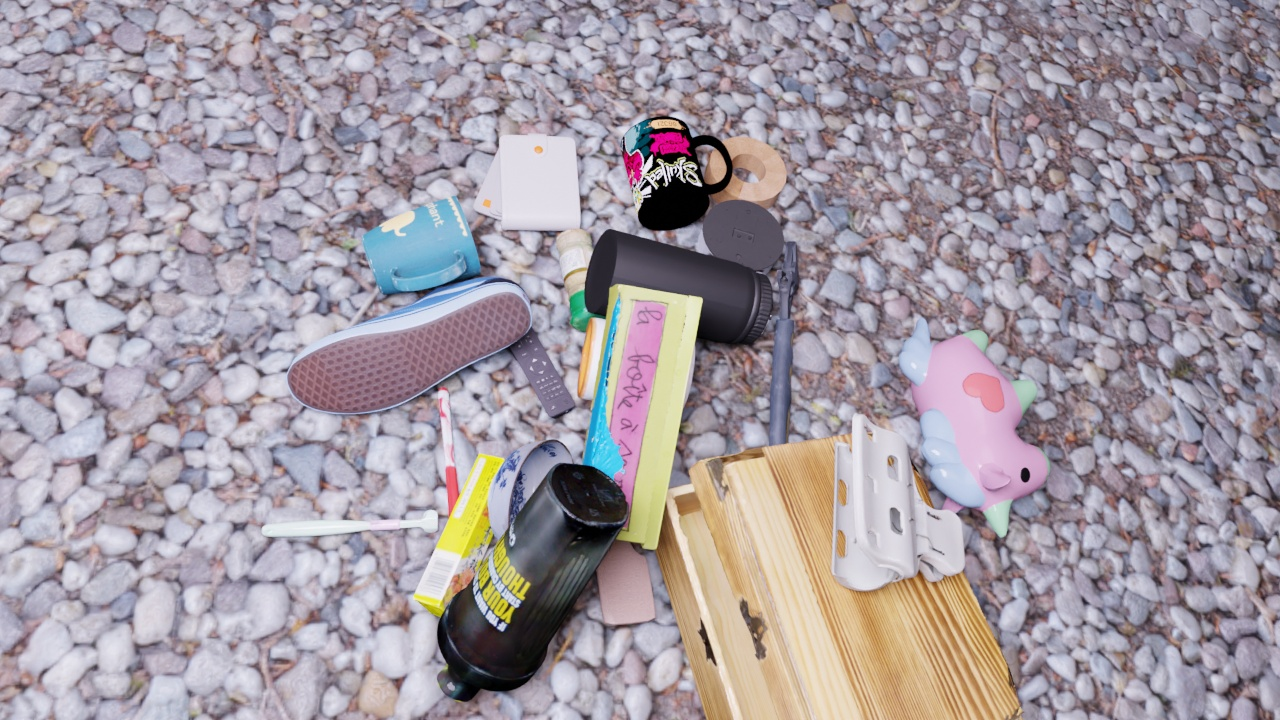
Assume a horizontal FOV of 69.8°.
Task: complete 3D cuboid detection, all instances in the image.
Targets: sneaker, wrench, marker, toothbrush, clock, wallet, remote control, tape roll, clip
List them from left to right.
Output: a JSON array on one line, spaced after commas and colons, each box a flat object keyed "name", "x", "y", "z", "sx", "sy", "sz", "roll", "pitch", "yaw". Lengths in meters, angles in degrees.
[{"name": "toothbrush", "x": -0.264, "y": 0.151, "z": 0.837, "sx": 0.154, "sy": 0.015, "sz": 0.022, "roll": -1, "pitch": 96, "yaw": -11}, {"name": "sneaker", "x": -0.225, "y": -0.020, "z": 0.911, "sx": 0.241, "sy": 0.098, "sz": 0.083, "roll": -21, "pitch": 113, "yaw": -7}, {"name": "marker", "x": -0.184, "y": 0.091, "z": 0.884, "sx": 0.012, "sy": 0.013, "sz": 0.142, "roll": -5, "pitch": 65, "yaw": -14}, {"name": "wallet", "x": -0.129, "y": -0.199, "z": 1.024, "sx": 0.115, "sy": 0.038, "sz": 0.118, "roll": -1, "pitch": 68, "yaw": -12}, {"name": "remote control", "x": -0.112, "y": -0.002, "z": 0.942, "sx": 0.032, "sy": 0.015, "sz": 0.136, "roll": -24, "pitch": 71, "yaw": -21}, {"name": "clock", "x": 0.110, "y": -0.124, "z": 1.036, "sx": 0.094, "sy": 0.035, "sz": 0.122, "roll": 17, "pitch": 63, "yaw": -3}, {"name": "tape roll", "x": 0.124, "y": -0.220, "z": 1.090, "sx": 0.094, "sy": 0.027, "sz": 0.093, "roll": 5, "pitch": 64, "yaw": -9}, {"name": "wrench", "x": 0.152, "y": -0.008, "z": 0.979, "sx": 0.022, "sy": 0.073, "sz": 0.272, "roll": 0, "pitch": 68, "yaw": 16}, {"name": "clip", "x": 0.196, "y": 0.132, "z": 0.756, "sx": 0.152, "sy": 0.102, "sz": 0.126, "roll": 44, "pitch": 43, "yaw": -37}]

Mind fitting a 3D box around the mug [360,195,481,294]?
[{"name": "mug", "x": -0.220, "y": -0.105, "z": 0.924, "sx": 0.104, "sy": 0.084, "sz": 0.112, "roll": -19, "pitch": 37, "yaw": -12}]

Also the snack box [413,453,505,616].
[{"name": "snack box", "x": -0.157, "y": 0.159, "z": 0.837, "sx": 0.029, "sy": 0.040, "sz": 0.147, "roll": 9, "pitch": 60, "yaw": 21}]

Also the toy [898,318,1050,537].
[{"name": "toy", "x": 0.335, "y": 0.061, "z": 0.956, "sx": 0.170, "sy": 0.120, "sz": 0.222, "roll": -29, "pitch": 74, "yaw": -33}]

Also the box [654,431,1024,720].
[{"name": "box", "x": 0.175, "y": 0.214, "z": 0.803, "sx": 0.251, "sy": 0.192, "sz": 0.279, "roll": -11, "pitch": 65, "yaw": -18}]

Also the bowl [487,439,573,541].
[{"name": "bowl", "x": -0.107, "y": 0.126, "z": 0.842, "sx": 0.045, "sy": 0.114, "sz": 0.114, "roll": 6, "pitch": 59, "yaw": 26}]

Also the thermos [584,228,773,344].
[{"name": "thermos", "x": 0.050, "y": -0.069, "z": 0.945, "sx": 0.198, "sy": 0.086, "sz": 0.086, "roll": 12, "pitch": 62, "yaw": -21}]

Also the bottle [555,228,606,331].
[{"name": "bottle", "x": -0.063, "y": -0.087, "z": 0.979, "sx": 0.043, "sy": 0.043, "sz": 0.111, "roll": -7, "pitch": 65, "yaw": -15}]

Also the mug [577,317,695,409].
[{"name": "mug", "x": -0.005, "y": 0.005, "z": 0.923, "sx": 0.105, "sy": 0.082, "sz": 0.082, "roll": 9, "pitch": 63, "yaw": -8}]

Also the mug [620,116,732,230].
[{"name": "mug", "x": 0.045, "y": -0.214, "z": 1.034, "sx": 0.118, "sy": 0.082, "sz": 0.098, "roll": -13, "pitch": 67, "yaw": -1}]

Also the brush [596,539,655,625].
[{"name": "brush", "x": -0.020, "y": 0.184, "z": 0.873, "sx": 0.050, "sy": 0.015, "sz": 0.135, "roll": -2, "pitch": 59, "yaw": -14}]

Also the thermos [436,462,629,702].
[{"name": "thermos", "x": -0.091, "y": 0.182, "z": 0.749, "sx": 0.098, "sy": 0.221, "sz": 0.098, "roll": 25, "pitch": 28, "yaw": -14}]

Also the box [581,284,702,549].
[{"name": "box", "x": -0.006, "y": 0.046, "z": 0.822, "sx": 0.079, "sy": 0.124, "sz": 0.221, "roll": 8, "pitch": 91, "yaw": -5}]
